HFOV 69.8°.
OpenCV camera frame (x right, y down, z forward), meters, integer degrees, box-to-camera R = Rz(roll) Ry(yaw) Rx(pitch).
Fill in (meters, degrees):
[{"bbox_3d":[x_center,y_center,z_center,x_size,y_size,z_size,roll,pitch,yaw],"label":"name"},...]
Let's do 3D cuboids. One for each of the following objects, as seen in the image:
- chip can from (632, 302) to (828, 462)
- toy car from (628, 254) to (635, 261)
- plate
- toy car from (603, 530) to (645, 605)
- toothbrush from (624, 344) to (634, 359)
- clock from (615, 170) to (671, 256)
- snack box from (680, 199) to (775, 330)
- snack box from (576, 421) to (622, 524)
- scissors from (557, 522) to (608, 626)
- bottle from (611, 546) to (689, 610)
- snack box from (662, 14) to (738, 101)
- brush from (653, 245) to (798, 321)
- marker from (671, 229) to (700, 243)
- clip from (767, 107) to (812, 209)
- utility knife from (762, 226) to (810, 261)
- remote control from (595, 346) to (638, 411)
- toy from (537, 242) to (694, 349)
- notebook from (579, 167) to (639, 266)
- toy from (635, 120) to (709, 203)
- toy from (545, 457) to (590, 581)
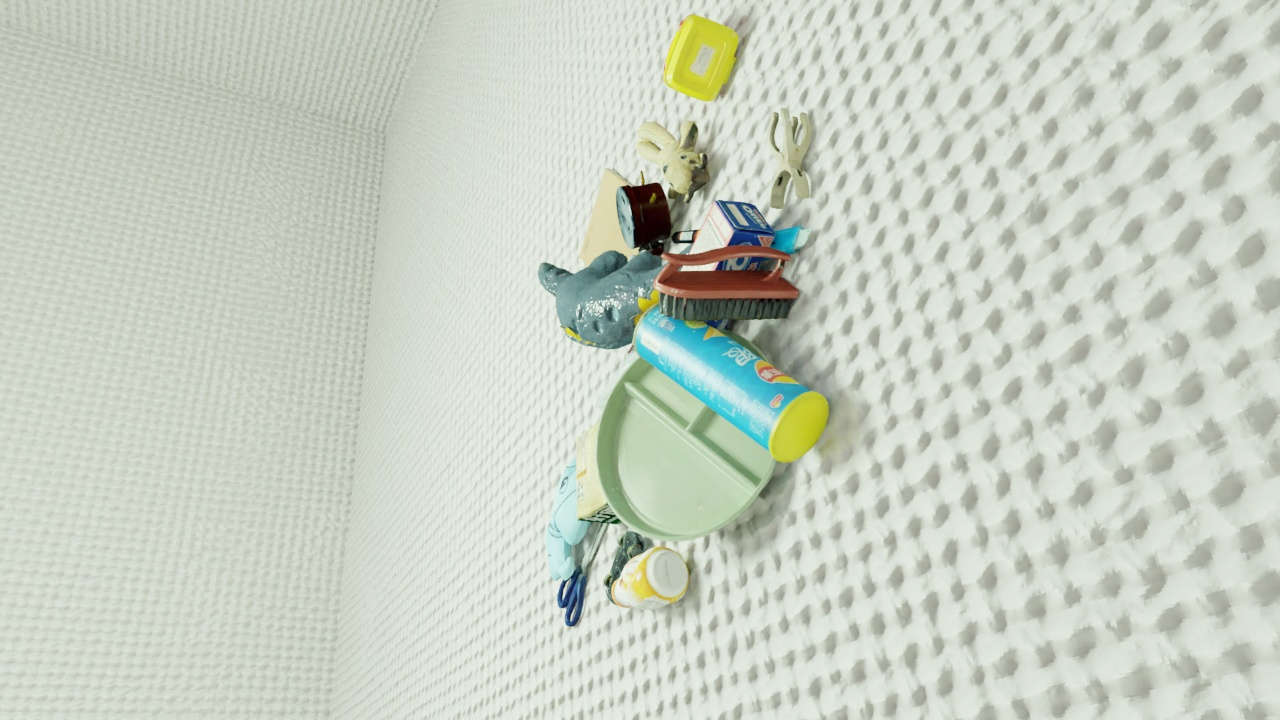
[{"bbox_3d":[0.082,0.015,0.890,0.210,0.071,0.071,37,114,42],"label":"chip can"},{"bbox_3d":[-0.002,-0.100,1.224,0.049,0.031,0.105,-64,30,28],"label":"toy car"},{"bbox_3d":[0.050,0.076,0.953,0.231,0.027,0.229,-17,61,32],"label":"plate"},{"bbox_3d":[-0.016,0.250,1.105,0.043,0.034,0.090,29,103,66],"label":"toy car"},{"bbox_3d":[0.019,-0.058,1.179,0.188,0.017,0.016,-57,33,36],"label":"toothbrush"},{"bbox_3d":[0.004,-0.181,1.201,0.122,0.055,0.082,87,164,-45],"label":"clock"},{"bbox_3d":[0.074,-0.076,1.004,0.208,0.057,0.058,-65,36,39],"label":"snack box"},{"bbox_3d":[-0.003,0.113,1.102,0.241,0.063,0.114,-39,46,52],"label":"snack box"},{"bbox_3d":[-0.080,0.276,1.250,0.126,0.012,0.173,-2,76,63],"label":"scissors"},{"bbox_3d":[0.006,0.249,1.026,0.109,0.063,0.063,-41,44,51],"label":"bottle"},{"bbox_3d":[0.072,-0.378,1.142,0.080,0.082,0.091,-105,35,-66],"label":"snack box"},{"bbox_3d":[0.082,-0.079,0.915,0.063,0.145,0.069,-129,42,-57],"label":"brush"},{"bbox_3d":[0.067,-0.151,1.125,0.124,0.015,0.018,16,93,67],"label":"marker"},{"bbox_3d":[0.155,-0.210,0.955,0.070,0.034,0.100,-13,76,61],"label":"clip"},{"bbox_3d":[0.131,-0.122,0.978,0.161,0.018,0.034,-3,76,62],"label":"utility knife"},{"bbox_3d":[-0.007,0.007,1.133,0.135,0.020,0.056,-56,15,-27],"label":"remote control"},{"bbox_3d":[-0.041,-0.082,1.169,0.357,0.091,0.137,6,79,53],"label":"toy"},{"bbox_3d":[-0.039,-0.187,1.355,0.211,0.012,0.150,52,127,57],"label":"notebook"},{"bbox_3d":[0.037,-0.259,1.168,0.157,0.066,0.105,53,132,49],"label":"toy"},{"bbox_3d":[-0.096,0.215,1.259,0.157,0.049,0.161,-53,32,40],"label":"toy"}]
